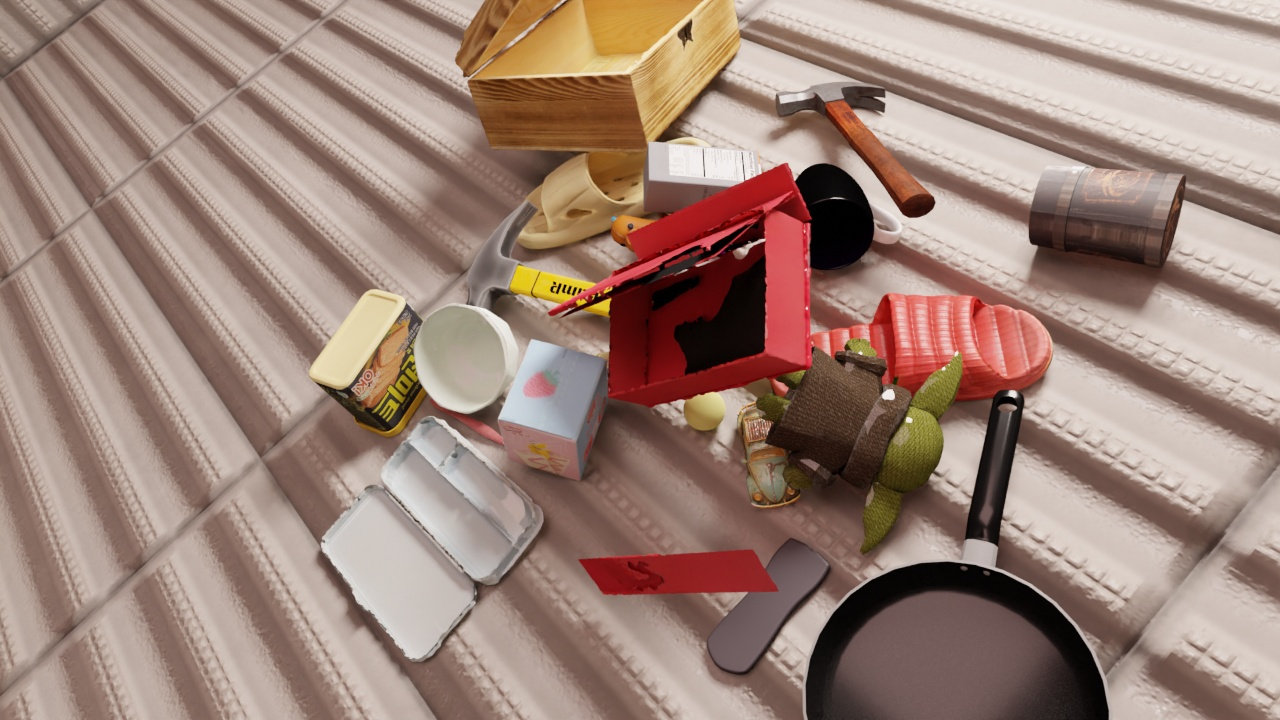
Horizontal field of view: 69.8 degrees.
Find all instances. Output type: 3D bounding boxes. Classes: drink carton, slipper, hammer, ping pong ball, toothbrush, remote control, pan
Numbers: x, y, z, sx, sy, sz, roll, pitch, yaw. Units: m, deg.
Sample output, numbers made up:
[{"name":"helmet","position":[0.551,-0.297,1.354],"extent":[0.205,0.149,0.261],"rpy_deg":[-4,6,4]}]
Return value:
[{"name":"drink carton","position":[0.068,-0.196,1.003],"extent":[0.125,0.049,0.076],"rpy_deg":[4,55,-5]},{"name":"slipper","position":[0.232,-0.013,0.822],"extent":[0.249,0.059,0.103],"rpy_deg":[-7,54,22]},{"name":"hammer","position":[0.230,-0.224,0.941],"extent":[0.111,0.028,0.300],"rpy_deg":[-11,36,-1]},{"name":"slipper","position":[-0.041,-0.215,1.082],"extent":[0.262,0.079,0.111],"rpy_deg":[-15,48,13]},{"name":"ping pong ball","position":[0.060,0.046,0.869],"extent":[0.040,0.040,0.040],"rpy_deg":[-12,52,16]},{"name":"toothbrush","position":[-0.167,0.073,0.971],"extent":[0.184,0.016,0.015],"rpy_deg":[24,69,36]},{"name":"remote control","position":[0.104,0.204,0.756],"extent":[0.046,0.009,0.124],"rpy_deg":[32,74,38]},{"name":"pan","position":[0.246,0.181,0.684],"extent":[0.204,0.044,0.354],"rpy_deg":[7,60,29]},{"name":"hammer","position":[-0.051,-0.072,0.995],"extent":[0.325,0.034,0.169],"rpy_deg":[16,81,27]}]

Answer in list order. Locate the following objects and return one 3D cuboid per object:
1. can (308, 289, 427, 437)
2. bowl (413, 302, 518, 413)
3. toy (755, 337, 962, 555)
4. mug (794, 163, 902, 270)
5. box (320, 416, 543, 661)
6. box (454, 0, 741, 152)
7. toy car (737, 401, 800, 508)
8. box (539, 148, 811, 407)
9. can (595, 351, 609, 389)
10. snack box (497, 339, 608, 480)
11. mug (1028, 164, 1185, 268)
[{"name":"can","position":[-0.288,0.001,1.021],"extent":[0.073,0.101,0.130],"rpy_deg":[15,64,32]},{"name":"bowl","position":[-0.179,-0.006,0.989],"extent":[0.118,0.061,0.117],"rpy_deg":[4,101,24]},{"name":"toy","position":[0.175,0.053,0.764],"extent":[0.153,0.078,0.179],"rpy_deg":[26,88,5]},{"name":"mug","position":[0.204,-0.150,0.929],"extent":[0.119,0.085,0.100],"rpy_deg":[10,40,-5]},{"name":"box","position":[-0.211,0.171,0.915],"extent":[0.209,0.037,0.190],"rpy_deg":[31,81,38]},{"name":"box","position":[-0.073,-0.427,1.091],"extent":[0.270,0.264,0.278],"rpy_deg":[7,44,31]},{"name":"toy car","position":[0.111,0.075,0.821],"extent":[0.047,0.047,0.111],"rpy_deg":[-14,52,11]},{"name":"box","position":[0.008,-0.195,0.802],"extent":[0.215,0.137,0.467],"rpy_deg":[-16,85,49]},{"name":"can","position":[-0.006,0.005,0.930],"extent":[0.080,0.038,0.038],"rpy_deg":[-10,53,18]},{"name":"snack box","position":[-0.082,0.048,0.884],"extent":[0.079,0.095,0.092],"rpy_deg":[15,61,7]},{"name":"mug","position":[0.421,-0.138,0.823],"extent":[0.107,0.080,0.115],"rpy_deg":[16,36,34]}]
